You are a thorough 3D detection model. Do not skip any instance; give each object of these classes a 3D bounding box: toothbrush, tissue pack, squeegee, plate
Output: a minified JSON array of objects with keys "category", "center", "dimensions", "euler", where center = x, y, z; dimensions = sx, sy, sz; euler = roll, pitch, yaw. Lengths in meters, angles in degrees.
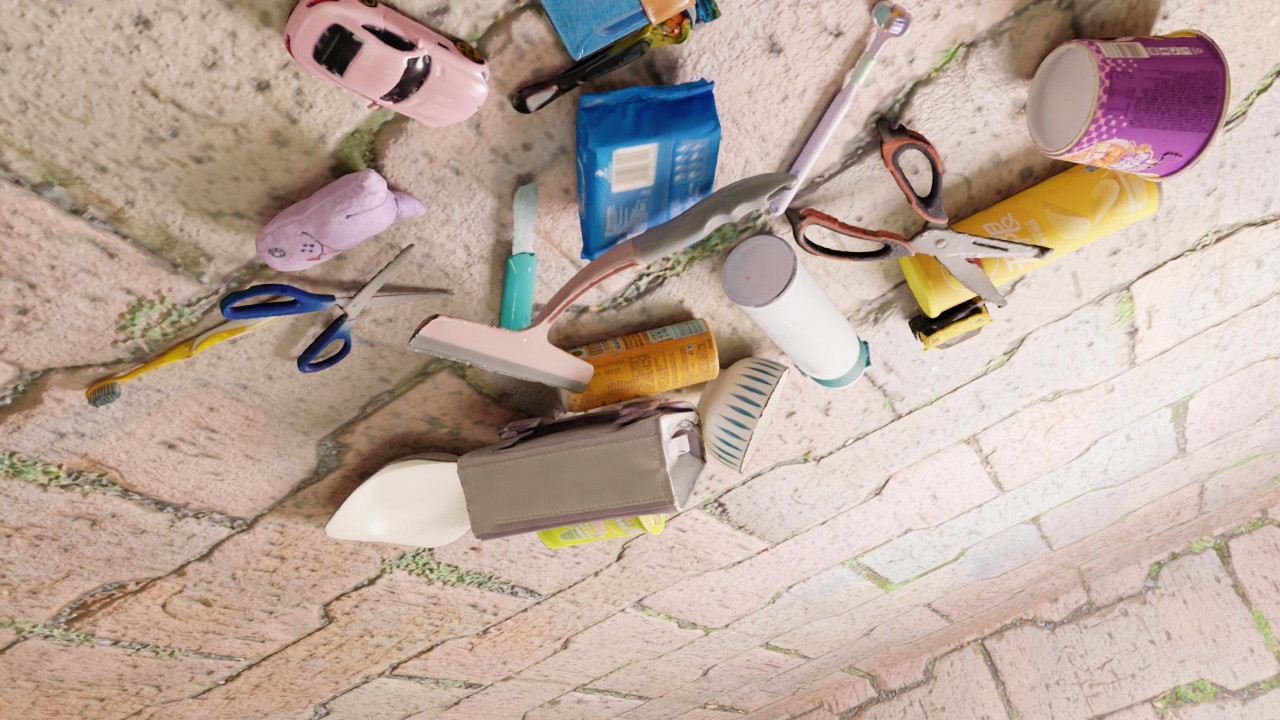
[{"category":"toothbrush","center":[0.139,-0.175,0.673],"dimensions":[0.021,0.029,0.190],"euler":[-43,168,-41]},{"category":"toothbrush","center":[-0.332,-0.007,0.683],"dimensions":[0.191,0.018,0.016],"euler":[-23,149,7]},{"category":"tissue pack","center":[0.002,-0.129,0.640],"dimensions":[0.095,0.052,0.157],"euler":[-10,147,-10]},{"category":"squeegee","center":[-0.003,-0.068,0.644],"dimensions":[0.250,0.040,0.247],"euler":[-32,161,14]},{"category":"plate","center":[-0.222,0.136,0.936],"dimensions":[0.163,0.034,0.165],"euler":[18,133,-43]}]

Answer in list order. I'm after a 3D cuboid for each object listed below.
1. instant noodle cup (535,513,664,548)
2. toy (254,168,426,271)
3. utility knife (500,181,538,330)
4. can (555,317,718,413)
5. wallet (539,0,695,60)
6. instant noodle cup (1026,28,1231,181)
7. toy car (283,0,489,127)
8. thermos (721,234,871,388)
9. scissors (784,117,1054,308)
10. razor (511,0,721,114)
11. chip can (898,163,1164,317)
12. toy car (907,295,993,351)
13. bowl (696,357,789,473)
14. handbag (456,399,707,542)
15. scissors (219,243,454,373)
[{"category":"instant noodle cup","center":[-0.052,0.148,0.983],"dimensions":[0.123,0.111,0.111],"euler":[-19,148,14]},{"category":"toy","center":[-0.203,-0.091,0.607],"dimensions":[0.108,0.039,0.084],"euler":[-27,168,10]},{"category":"utility knife","center":[-0.095,-0.061,0.727],"dimensions":[0.029,0.013,0.223],"euler":[-6,148,-16]},{"category":"can","center":[-0.005,0.005,0.829],"dimensions":[0.146,0.058,0.058],"euler":[-14,147,-8]},{"category":"wallet","center":[-0.002,-0.235,0.498],"dimensions":[0.133,0.040,0.106],"euler":[-24,143,9]},{"category":"instant noodle cup","center":[0.354,-0.191,0.684],"dimensions":[0.099,0.111,0.112],"euler":[-1,144,-11]},{"category":"toy car","center":[-0.141,-0.169,0.524],"dimensions":[0.122,0.037,0.056],"euler":[16,135,-43]},{"category":"thermos","center":[0.148,-0.034,0.844],"dimensions":[0.073,0.073,0.224],"euler":[-30,146,17]},{"category":"scissors","center":[0.228,-0.108,0.756],"dimensions":[0.189,0.015,0.227],"euler":[-19,126,21]},{"category":"razor","center":[-0.018,-0.190,0.569],"dimensions":[0.143,0.022,0.042],"euler":[-26,145,12]},{"category":"chip can","center":[0.342,-0.114,0.815],"dimensions":[0.213,0.072,0.072],"euler":[-25,147,10]},{"category":"toy car","center":[0.303,-0.035,0.896],"dimensions":[0.071,0.041,0.155],"euler":[-26,176,15]},{"category":"bowl","center":[0.095,0.047,0.915],"dimensions":[0.066,0.116,0.117],"euler":[25,148,14]},{"category":"handbag","center":[-0.048,0.094,0.851],"dimensions":[0.197,0.098,0.144],"euler":[-11,-178,17]},{"category":"scissors","center":[-0.223,-0.036,0.686],"dimensions":[0.172,0.012,0.163],"euler":[-8,153,-32]}]
